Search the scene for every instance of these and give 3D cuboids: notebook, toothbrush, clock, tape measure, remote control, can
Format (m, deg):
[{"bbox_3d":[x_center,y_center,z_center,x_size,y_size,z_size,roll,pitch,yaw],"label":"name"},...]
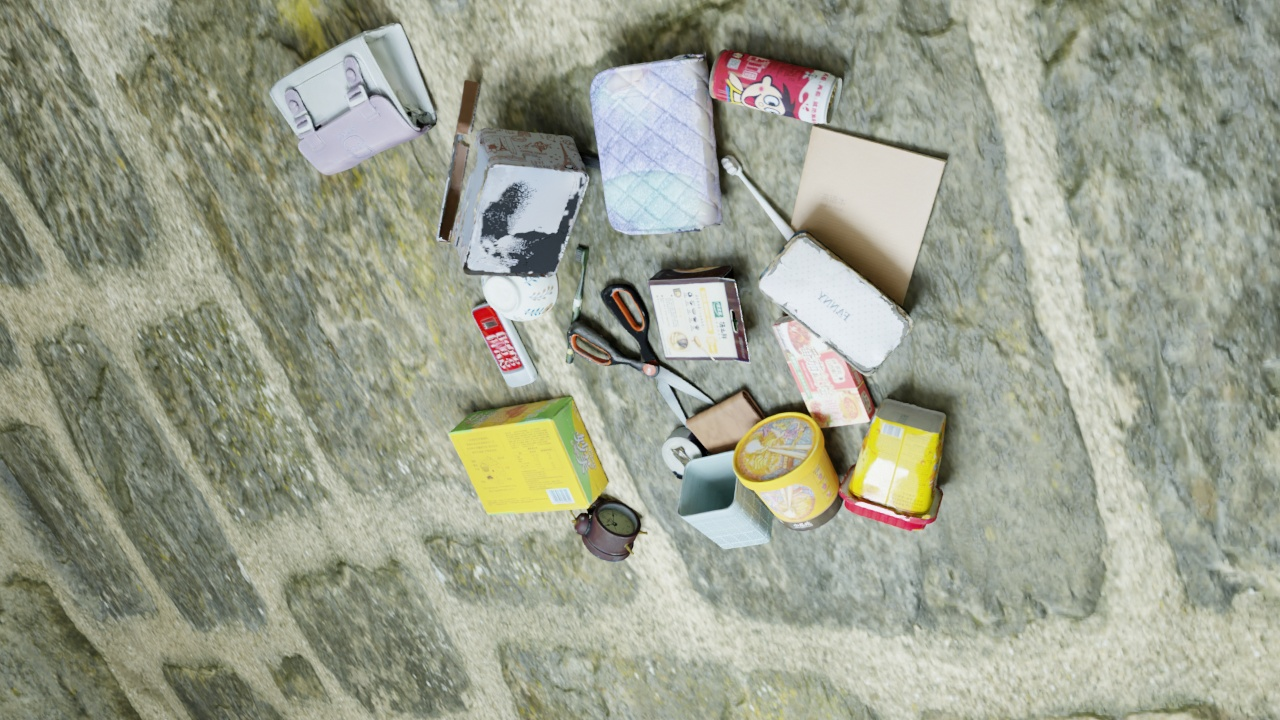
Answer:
[{"bbox_3d":[0.243,-0.146,1.041,0.149,0.012,0.212,21,125,20],"label":"notebook"},{"bbox_3d":[-0.091,-0.074,1.268,0.017,0.012,0.186,26,127,22],"label":"toothbrush"},{"bbox_3d":[-0.054,0.250,1.388,0.122,0.081,0.055,32,123,9],"label":"clock"},{"bbox_3d":[0.064,0.128,1.283,0.066,0.033,0.066,-33,98,36],"label":"tape measure"},{"bbox_3d":[-0.018,-0.232,1.136,0.181,0.018,0.016,22,125,19],"label":"toothbrush"},{"bbox_3d":[0.154,-0.167,1.066,0.180,0.016,0.016,51,130,0],"label":"toothbrush"},{"bbox_3d":[-0.201,-0.024,1.353,0.056,0.020,0.136,-13,109,33],"label":"remote control"},{"bbox_3d":[0.144,-0.293,0.984,0.133,0.053,0.053,20,125,18],"label":"can"}]

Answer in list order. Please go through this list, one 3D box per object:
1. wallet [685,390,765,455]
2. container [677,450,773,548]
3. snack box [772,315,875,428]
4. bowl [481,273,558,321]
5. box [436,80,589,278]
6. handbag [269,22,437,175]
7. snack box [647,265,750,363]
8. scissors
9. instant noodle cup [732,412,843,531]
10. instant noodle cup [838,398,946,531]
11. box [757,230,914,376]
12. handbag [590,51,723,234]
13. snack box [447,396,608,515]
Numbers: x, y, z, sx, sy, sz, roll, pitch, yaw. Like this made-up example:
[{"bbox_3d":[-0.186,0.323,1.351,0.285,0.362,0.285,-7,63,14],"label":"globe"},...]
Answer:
[{"bbox_3d":[0.132,0.104,1.236,0.101,0.020,0.115,-31,104,35],"label":"wallet"},{"bbox_3d":[0.120,0.193,1.235,0.090,0.089,0.111,-16,134,33],"label":"container"},{"bbox_3d":[0.225,0.010,1.123,0.075,0.025,0.153,-11,113,39],"label":"snack box"},{"bbox_3d":[-0.177,-0.102,1.269,0.113,0.062,0.114,15,123,24],"label":"bowl"},{"bbox_3d":[-0.182,-0.232,1.175,0.184,0.156,0.193,116,145,-41],"label":"box"},{"bbox_3d":[-0.383,-0.343,1.229,0.197,0.098,0.145,-12,115,34],"label":"handbag"},{"bbox_3d":[0.080,-0.057,1.155,0.126,0.053,0.113,0,116,29],"label":"snack box"},{"bbox_3d":[0.001,-0.009,1.243,0.222,0.021,0.211,14,120,16],"label":"scissors"},{"bbox_3d":[0.194,0.145,1.164,0.119,0.118,0.114,-12,128,34],"label":"instant noodle cup"},{"bbox_3d":[0.310,0.121,1.099,0.116,0.116,0.124,15,111,20],"label":"instant noodle cup"},{"bbox_3d":[0.214,-0.070,1.037,0.184,0.059,0.090,42,106,5],"label":"box"},{"bbox_3d":[0.022,-0.245,1.055,0.134,0.075,0.194,1,110,24],"label":"handbag"},{"bbox_3d":[-0.172,0.149,1.403,0.211,0.069,0.158,-10,112,33],"label":"snack box"}]
